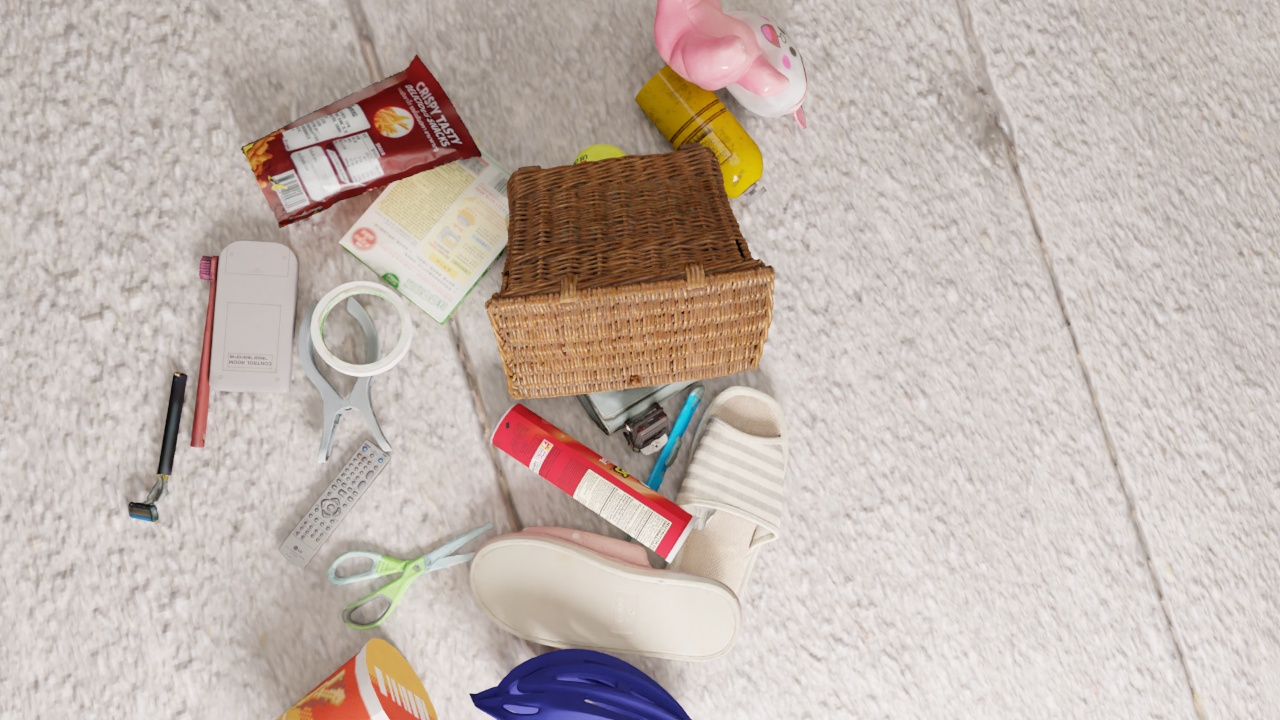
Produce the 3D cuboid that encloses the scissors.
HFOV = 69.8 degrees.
[{"bbox_3d":[-0.218,0.214,0.913,0.175,0.032,0.093,-13,84,-6],"label":"scissors"}]

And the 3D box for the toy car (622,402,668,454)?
[{"bbox_3d":[0.009,0.072,0.920,0.040,0.092,0.037,-32,78,-11],"label":"toy car"}]

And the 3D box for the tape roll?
[{"bbox_3d":[-0.271,-0.031,0.895,0.094,0.018,0.093,1,79,-7],"label":"tape roll"}]

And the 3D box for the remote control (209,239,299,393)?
[{"bbox_3d":[-0.380,-0.044,0.908,0.074,0.019,0.151,3,85,-9],"label":"remote control"}]

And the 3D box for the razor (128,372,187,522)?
[{"bbox_3d":[-0.457,0.083,0.884,0.043,0.022,0.144,3,77,31],"label":"razor"}]

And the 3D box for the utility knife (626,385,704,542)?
[{"bbox_3d":[0.025,0.107,0.955,0.015,0.031,0.185,23,83,30],"label":"utility knife"}]

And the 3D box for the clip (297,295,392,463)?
[{"bbox_3d":[-0.311,0.020,0.904,0.115,0.028,0.163,-11,81,-9],"label":"clip"}]

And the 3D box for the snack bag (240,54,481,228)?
[{"bbox_3d":[-0.281,-0.217,0.910,0.207,0.067,0.139,-29,67,-11],"label":"snack bag"}]

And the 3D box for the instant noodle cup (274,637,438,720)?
[{"bbox_3d":[-0.268,0.343,0.842,0.121,0.123,0.123,-32,90,-3],"label":"instant noodle cup"}]

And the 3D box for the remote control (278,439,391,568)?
[{"bbox_3d":[-0.301,0.141,0.904,0.033,0.013,0.136,37,80,-2],"label":"remote control"}]

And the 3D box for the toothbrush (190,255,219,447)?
[{"bbox_3d":[-0.428,-0.010,0.899,0.016,0.016,0.189,2,84,-4],"label":"toothbrush"}]

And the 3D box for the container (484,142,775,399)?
[{"bbox_3d":[-0.015,-0.090,0.878,0.250,0.162,0.183,-7,58,-3],"label":"container"}]

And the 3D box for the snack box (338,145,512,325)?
[{"bbox_3d":[-0.202,-0.141,0.941,0.132,0.027,0.168,39,80,-2],"label":"snack box"}]

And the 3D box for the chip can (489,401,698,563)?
[{"bbox_3d":[-0.047,0.118,0.906,0.215,0.052,0.051,32,80,8],"label":"chip can"}]

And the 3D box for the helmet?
[{"bbox_3d":[-0.063,0.386,0.849,0.241,0.148,0.227,31,78,-14],"label":"helmet"}]

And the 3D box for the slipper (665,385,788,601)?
[{"bbox_3d":[0.086,0.160,0.947,0.114,0.054,0.272,15,84,-11],"label":"slipper"}]

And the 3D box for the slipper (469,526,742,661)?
[{"bbox_3d":[-0.035,0.233,0.912,0.274,0.054,0.114,13,95,3],"label":"slipper"}]

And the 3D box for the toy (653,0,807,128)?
[{"bbox_3d":[0.101,-0.313,0.941,0.212,0.084,0.142,-6,62,-53],"label":"toy"}]

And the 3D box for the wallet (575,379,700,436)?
[{"bbox_3d":[-0.006,0.006,0.949,0.131,0.054,0.100,-32,91,-16],"label":"wallet"}]

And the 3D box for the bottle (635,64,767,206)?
[{"bbox_3d":[0.072,-0.235,0.972,0.071,0.071,0.164,-40,91,-11],"label":"bottle"}]

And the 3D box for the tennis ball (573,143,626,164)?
[{"bbox_3d":[-0.039,-0.192,0.953,0.065,0.065,0.065,1,84,-9],"label":"tennis ball"}]
